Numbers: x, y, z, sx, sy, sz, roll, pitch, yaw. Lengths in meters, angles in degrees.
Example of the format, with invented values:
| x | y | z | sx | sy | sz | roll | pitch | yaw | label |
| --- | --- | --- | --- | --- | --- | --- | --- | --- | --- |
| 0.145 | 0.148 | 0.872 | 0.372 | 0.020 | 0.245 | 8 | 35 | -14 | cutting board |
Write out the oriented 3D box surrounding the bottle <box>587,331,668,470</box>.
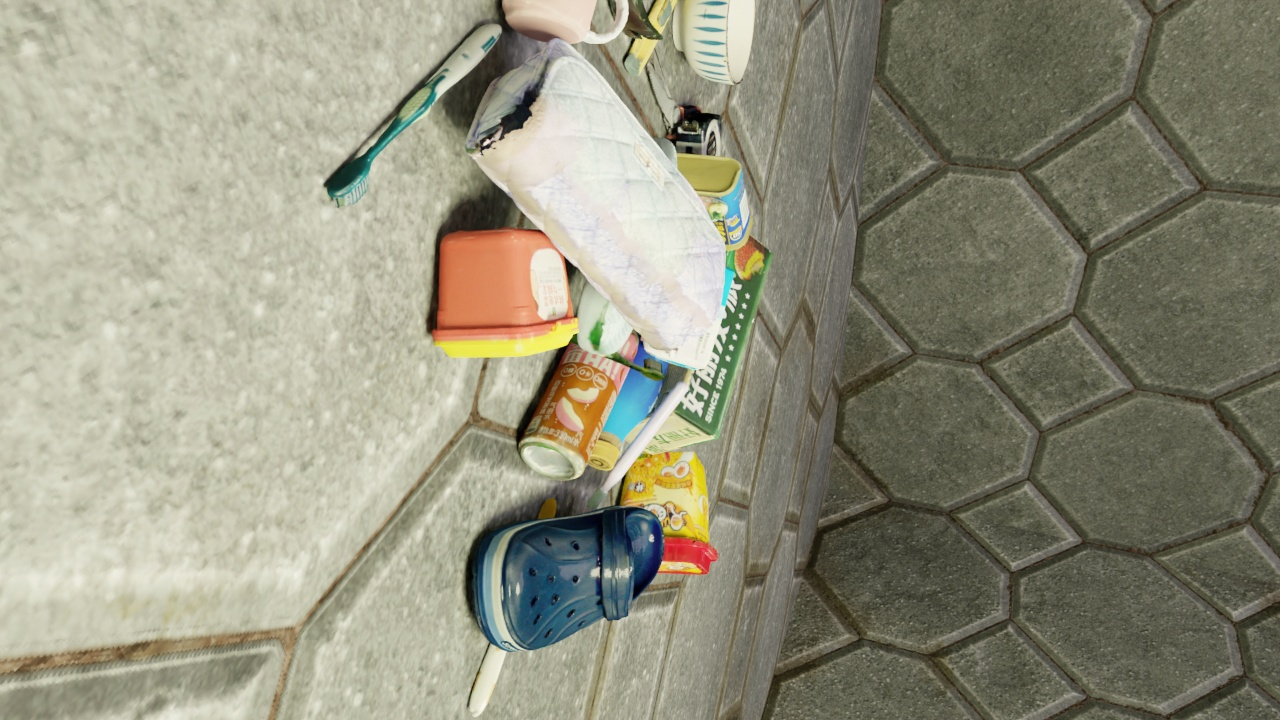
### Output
| x | y | z | sx | sy | sz | roll | pitch | yaw | label |
| --- | --- | --- | --- | --- | --- | --- | --- | --- | --- |
| -0.005 | 0.005 | 0.893 | 0.065 | 0.065 | 0.218 | 72 | 34 | -56 | bottle |

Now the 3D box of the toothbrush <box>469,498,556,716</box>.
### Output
| x | y | z | sx | sy | sz | roll | pitch | yaw | label |
| --- | --- | --- | --- | --- | --- | --- | --- | --- | --- |
| -0.106 | 0.206 | 0.779 | 0.018 | 0.016 | 0.191 | 85 | 21 | -62 | toothbrush |

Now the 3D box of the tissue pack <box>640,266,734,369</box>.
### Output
| x | y | z | sx | sy | sz | roll | pitch | yaw | label |
| --- | --- | --- | --- | --- | --- | --- | --- | --- | --- |
| 0.038 | -0.042 | 0.804 | 0.140 | 0.063 | 0.090 | 73 | 34 | -89 | tissue pack |

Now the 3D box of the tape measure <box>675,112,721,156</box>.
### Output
| x | y | z | sx | sy | sz | roll | pitch | yaw | label |
| --- | --- | --- | --- | --- | --- | --- | --- | --- | --- |
| 0.061 | -0.225 | 0.970 | 0.065 | 0.034 | 0.066 | -42 | 138 | -57 | tape measure |

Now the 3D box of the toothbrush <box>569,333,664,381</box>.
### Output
| x | y | z | sx | sy | sz | roll | pitch | yaw | label |
| --- | --- | --- | --- | --- | --- | --- | --- | --- | --- |
| -0.039 | -0.016 | 0.744 | 0.185 | 0.012 | 0.017 | 25 | 56 | -46 | toothbrush |

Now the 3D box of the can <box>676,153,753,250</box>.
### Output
| x | y | z | sx | sy | sz | roll | pitch | yaw | label |
| --- | --- | --- | --- | --- | --- | --- | --- | --- | --- |
| 0.059 | -0.163 | 0.939 | 0.083 | 0.102 | 0.057 | 68 | 36 | -54 | can |

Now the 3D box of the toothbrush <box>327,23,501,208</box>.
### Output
| x | y | z | sx | sy | sz | roll | pitch | yaw | label |
| --- | --- | --- | --- | --- | --- | --- | --- | --- | --- |
| -0.124 | -0.146 | 0.526 | 0.018 | 0.016 | 0.191 | 95 | 16 | -48 | toothbrush |

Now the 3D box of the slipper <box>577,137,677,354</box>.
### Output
| x | y | z | sx | sy | sz | roll | pitch | yaw | label |
| --- | --- | --- | --- | --- | --- | --- | --- | --- | --- |
| -0.022 | -0.098 | 0.765 | 0.244 | 0.074 | 0.104 | -71 | 171 | -47 | slipper |

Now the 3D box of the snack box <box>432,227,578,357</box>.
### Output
| x | y | z | sx | sy | sz | roll | pitch | yaw | label |
| --- | --- | --- | --- | --- | --- | --- | --- | --- | --- |
| -0.086 | -0.045 | 0.598 | 0.091 | 0.082 | 0.080 | -20 | 109 | -71 | snack box |

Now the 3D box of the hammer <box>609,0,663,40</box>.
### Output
| x | y | z | sx | sy | sz | roll | pitch | yaw | label |
| --- | --- | --- | --- | --- | --- | --- | --- | --- | --- |
| 0.036 | -0.405 | 0.847 | 0.126 | 0.032 | 0.322 | 83 | 24 | -43 | hammer |

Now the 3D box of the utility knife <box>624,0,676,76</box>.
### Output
| x | y | z | sx | sy | sz | roll | pitch | yaw | label |
| --- | --- | --- | --- | --- | --- | --- | --- | --- | --- |
| 0.019 | -0.335 | 0.870 | 0.031 | 0.021 | 0.197 | 73 | 28 | -53 | utility knife |

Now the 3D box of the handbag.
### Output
| x | y | z | sx | sy | sz | roll | pitch | yaw | label |
| --- | --- | --- | --- | --- | --- | --- | --- | --- | --- |
| -0.021 | -0.111 | 0.604 | 0.194 | 0.076 | 0.134 | 44 | 35 | -31 | handbag |

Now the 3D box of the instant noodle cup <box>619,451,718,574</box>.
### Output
| x | y | z | sx | sy | sz | roll | pitch | yaw | label |
| --- | --- | --- | --- | --- | --- | --- | --- | --- | --- |
| 0.027 | 0.170 | 1.029 | 0.116 | 0.116 | 0.123 | 58 | 34 | -65 | instant noodle cup |

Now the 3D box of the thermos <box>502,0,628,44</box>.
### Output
| x | y | z | sx | sy | sz | roll | pitch | yaw | label |
| --- | --- | --- | --- | --- | --- | --- | --- | --- | --- |
| -0.036 | -0.308 | 0.596 | 0.067 | 0.087 | 0.198 | 8 | -90 | 63 | thermos |

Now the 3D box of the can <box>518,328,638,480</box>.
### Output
| x | y | z | sx | sy | sz | roll | pitch | yaw | label |
| --- | --- | --- | --- | --- | --- | --- | --- | --- | --- |
| -0.050 | 0.028 | 0.778 | 0.058 | 0.058 | 0.147 | 79 | 27 | -48 | can |

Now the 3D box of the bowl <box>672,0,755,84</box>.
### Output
| x | y | z | sx | sy | sz | roll | pitch | yaw | label |
| --- | --- | --- | --- | --- | --- | --- | --- | --- | --- |
| 0.072 | -0.343 | 0.934 | 0.116 | 0.066 | 0.116 | 10 | 89 | -73 | bowl |

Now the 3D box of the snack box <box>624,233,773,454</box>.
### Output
| x | y | z | sx | sy | sz | roll | pitch | yaw | label |
| --- | --- | --- | --- | --- | --- | --- | --- | --- | --- |
| 0.056 | -0.023 | 0.975 | 0.063 | 0.115 | 0.239 | 33 | 59 | -24 | snack box |

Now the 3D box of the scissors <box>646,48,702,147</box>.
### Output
| x | y | z | sx | sy | sz | roll | pitch | yaw | label |
| --- | --- | --- | --- | --- | --- | --- | --- | --- | --- |
| 0.039 | -0.261 | 0.965 | 0.196 | 0.015 | 0.206 | -56 | 151 | -50 | scissors |

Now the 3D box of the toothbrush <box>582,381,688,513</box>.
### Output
| x | y | z | sx | sy | sz | roll | pitch | yaw | label |
| --- | --- | --- | --- | --- | --- | --- | --- | --- | --- |
| -0.011 | 0.098 | 0.872 | 0.189 | 0.021 | 0.029 | -55 | 176 | 8 | toothbrush |

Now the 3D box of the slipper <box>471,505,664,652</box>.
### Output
| x | y | z | sx | sy | sz | roll | pitch | yaw | label |
| --- | --- | --- | --- | --- | --- | --- | --- | --- | --- |
| -0.040 | 0.181 | 0.779 | 0.252 | 0.095 | 0.105 | 0 | 87 | -60 | slipper |
